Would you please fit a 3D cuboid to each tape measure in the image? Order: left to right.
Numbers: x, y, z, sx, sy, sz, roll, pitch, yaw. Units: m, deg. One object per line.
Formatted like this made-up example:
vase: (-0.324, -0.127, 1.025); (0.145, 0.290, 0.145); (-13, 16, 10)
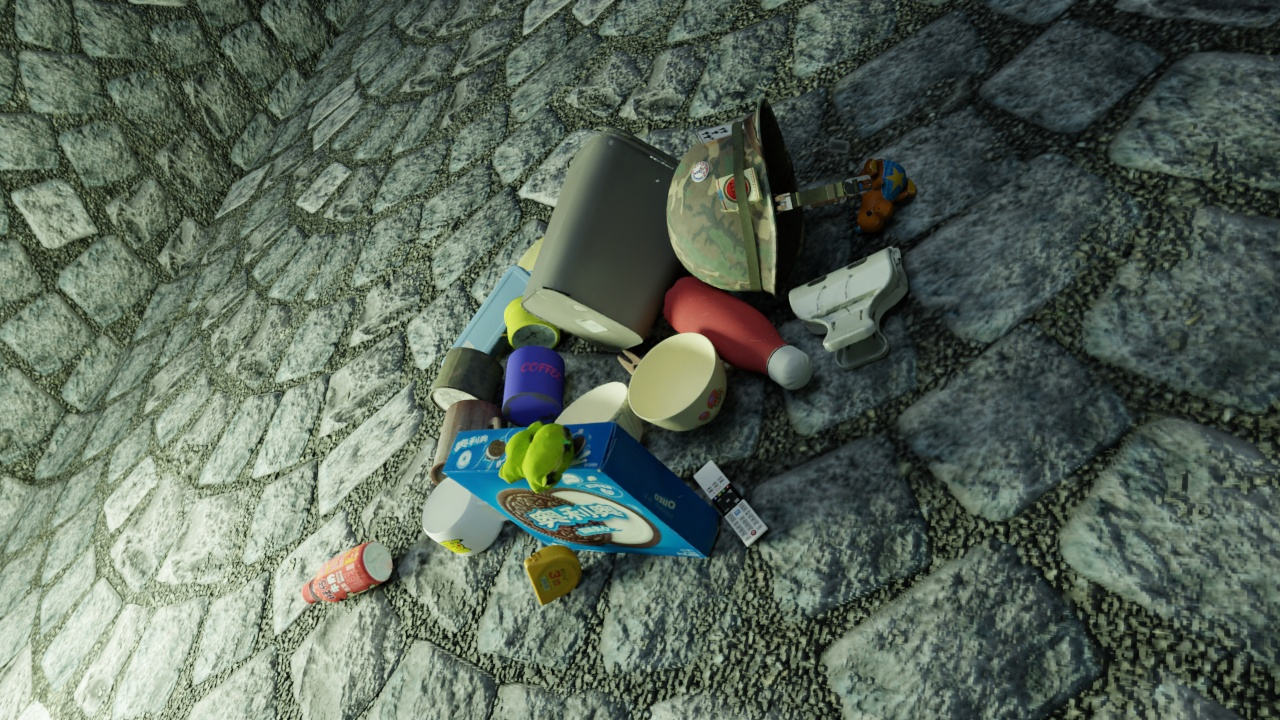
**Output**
tape measure: (-0.097, 0.236, 1.034); (0.059, 0.068, 0.030); (-23, 35, -12)

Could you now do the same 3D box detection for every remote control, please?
remote control: (0.095, 0.151, 0.973); (0.028, 0.012, 0.124); (-44, 38, 3)

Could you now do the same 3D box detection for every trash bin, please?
trash bin: (-0.036, -0.146, 1.204); (0.219, 0.197, 0.198); (-67, 15, -15)

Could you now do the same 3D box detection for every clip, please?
clip: (-0.009, 0.010, 1.190); (0.061, 0.026, 0.049); (-2, 59, 33)
clip: (0.225, -0.066, 1.001); (0.126, 0.089, 0.150); (-25, 32, 29)

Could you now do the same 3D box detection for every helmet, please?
helmet: (0.148, -0.186, 1.062); (0.236, 0.192, 0.224); (11, 103, 18)

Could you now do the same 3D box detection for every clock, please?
clock: (-0.145, -0.058, 1.328); (0.119, 0.083, 0.057); (-31, 45, 23)

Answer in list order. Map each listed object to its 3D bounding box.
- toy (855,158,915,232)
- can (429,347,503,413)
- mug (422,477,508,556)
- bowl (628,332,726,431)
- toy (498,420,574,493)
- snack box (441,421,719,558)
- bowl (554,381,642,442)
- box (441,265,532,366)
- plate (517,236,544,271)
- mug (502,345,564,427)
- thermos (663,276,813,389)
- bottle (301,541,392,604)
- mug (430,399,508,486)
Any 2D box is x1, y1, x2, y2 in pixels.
toy: (0.274, -0.193, 1.099); (0.103, 0.070, 0.090); (-6, 62, 68)
can: (-0.253, 0.034, 1.339); (0.090, 0.090, 0.074); (-12, 49, 36)
mug: (-0.218, 0.197, 1.178); (0.116, 0.068, 0.094); (-13, 48, 35)
bowl: (0.055, 0.037, 1.062); (0.118, 0.074, 0.117); (-25, 42, 25)
toy: (-0.097, 0.090, 0.871); (0.094, 0.036, 0.094); (-29, 36, 30)
snack box: (-0.064, 0.141, 0.981); (0.239, 0.195, 0.056); (-6, 52, 40)
bowl: (-0.048, 0.087, 1.106); (0.115, 0.062, 0.115); (-30, 22, 13)
box: (-0.221, -0.048, 1.414); (0.067, 0.052, 0.210); (42, 102, 24)
plate: (-0.147, -0.151, 1.450); (0.185, 0.036, 0.184); (-25, 42, 25)
mug: (-0.151, 0.046, 1.254); (0.111, 0.079, 0.083); (-53, 27, 41)
thermos: (0.114, -0.030, 1.068); (0.073, 0.073, 0.240); (-48, 38, -3)
bottle: (-0.413, 0.302, 1.274); (0.138, 0.062, 0.061); (-28, 41, 24)
mug: (-0.220, 0.110, 1.233); (0.123, 0.096, 0.110); (-36, 41, 36)
